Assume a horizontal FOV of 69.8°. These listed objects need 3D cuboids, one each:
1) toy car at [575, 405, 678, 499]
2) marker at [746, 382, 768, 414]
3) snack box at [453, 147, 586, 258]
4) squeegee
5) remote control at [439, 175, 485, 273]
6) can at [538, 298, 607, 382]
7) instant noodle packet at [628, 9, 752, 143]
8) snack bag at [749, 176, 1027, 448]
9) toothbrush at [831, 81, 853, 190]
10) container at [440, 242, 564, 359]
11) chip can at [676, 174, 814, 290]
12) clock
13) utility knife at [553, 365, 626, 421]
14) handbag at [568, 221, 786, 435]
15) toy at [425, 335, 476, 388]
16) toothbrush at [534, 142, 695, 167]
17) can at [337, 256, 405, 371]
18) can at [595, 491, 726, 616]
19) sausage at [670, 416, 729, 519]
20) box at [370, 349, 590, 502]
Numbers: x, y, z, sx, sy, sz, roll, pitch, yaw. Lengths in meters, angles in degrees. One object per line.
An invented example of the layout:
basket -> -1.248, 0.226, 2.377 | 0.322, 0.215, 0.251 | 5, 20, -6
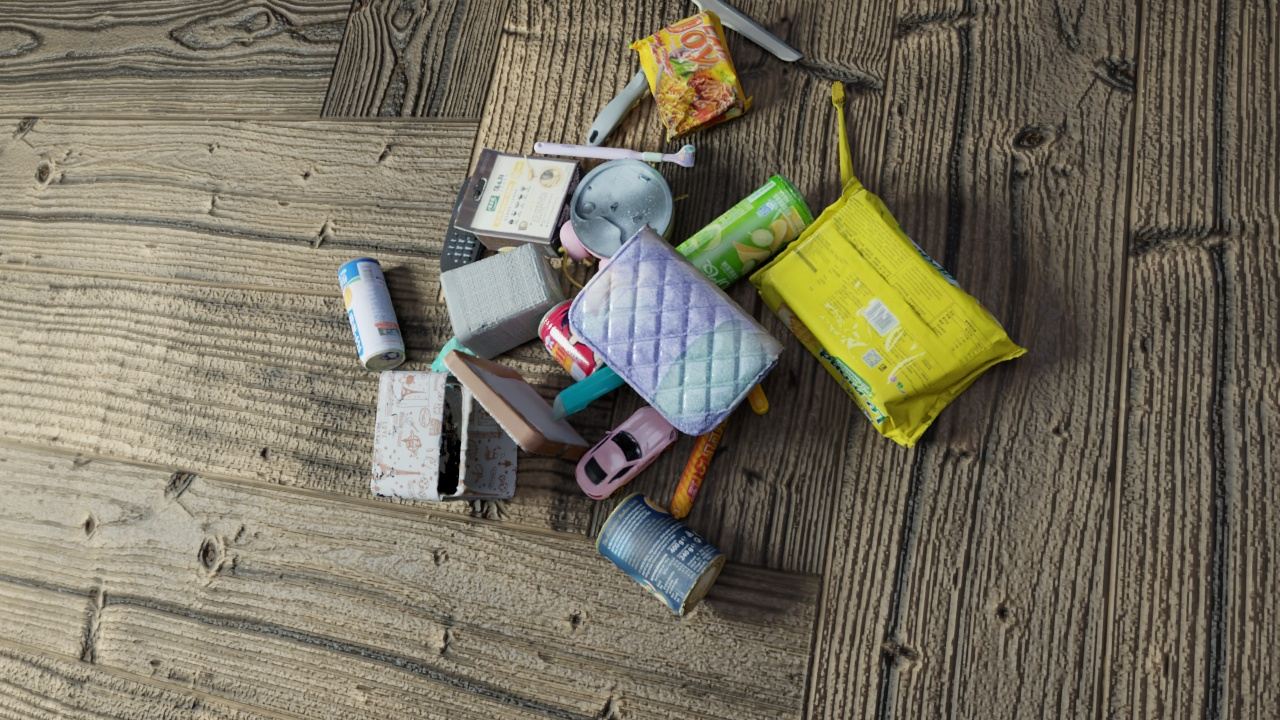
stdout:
toy car -> -0.016, 0.097, 0.978 | 0.122, 0.037, 0.056 | -41, 68, 2
marker -> 0.107, 0.001, 0.978 | 0.018, 0.015, 0.123 | -23, 67, 5
snack box -> -0.140, -0.187, 1.089 | 0.126, 0.053, 0.113 | 10, 71, 21
squeegee -> 0.018, -0.349, 1.098 | 0.246, 0.039, 0.246 | -46, 67, 1
remote control -> -0.209, -0.161, 1.122 | 0.053, 0.024, 0.136 | 9, 76, 17
can -> -0.061, -0.016, 1.009 | 0.066, 0.066, 0.094 | -45, 66, 1
instant noodle packet -> 0.058, -0.329, 1.052 | 0.111, 0.044, 0.128 | -21, 88, 4
snack bag -> 0.238, -0.049, 0.917 | 0.158, 0.068, 0.246 | -41, 72, 5
toothbrush -> 0.225, -0.221, 1.005 | 0.016, 0.016, 0.190 | -7, 72, 16
container -> -0.150, -0.068, 1.043 | 0.114, 0.090, 0.090 | -21, 69, 8
chip can -> 0.083, -0.112, 0.988 | 0.221, 0.072, 0.072 | -36, 67, 5
clock -> -0.027, -0.147, 1.037 | 0.117, 0.060, 0.158 | 36, 88, 16
utility knife -> -0.006, 0.006, 0.974 | 0.207, 0.013, 0.029 | -28, 106, -16
handbag -> 0.032, -0.026, 0.919 | 0.194, 0.075, 0.134 | 43, 92, 4
toy -> -0.223, 0.016, 1.072 | 0.096, 0.030, 0.092 | 33, 88, 18
toothbrush -> -0.031, -0.243, 1.071 | 0.189, 0.021, 0.029 | 5, 69, 6
can -> -0.326, -0.056, 1.113 | 0.053, 0.053, 0.134 | -25, 68, 9
can -> 0.021, 0.193, 0.915 | 0.111, 0.075, 0.075 | 33, 86, 23
sausage -> 0.067, 0.092, 0.960 | 0.021, 0.021, 0.165 | 20, 81, 22
box -> -0.148, 0.071, 0.948 | 0.178, 0.182, 0.152 | 2, 84, 18
